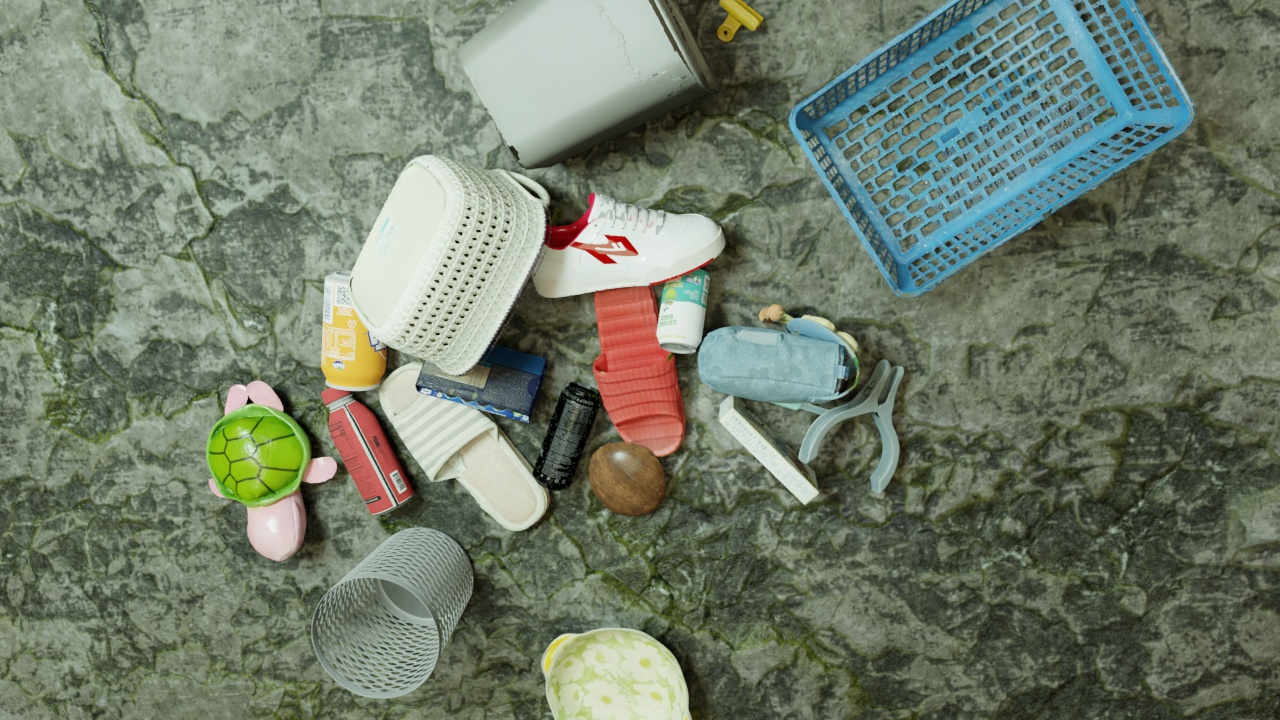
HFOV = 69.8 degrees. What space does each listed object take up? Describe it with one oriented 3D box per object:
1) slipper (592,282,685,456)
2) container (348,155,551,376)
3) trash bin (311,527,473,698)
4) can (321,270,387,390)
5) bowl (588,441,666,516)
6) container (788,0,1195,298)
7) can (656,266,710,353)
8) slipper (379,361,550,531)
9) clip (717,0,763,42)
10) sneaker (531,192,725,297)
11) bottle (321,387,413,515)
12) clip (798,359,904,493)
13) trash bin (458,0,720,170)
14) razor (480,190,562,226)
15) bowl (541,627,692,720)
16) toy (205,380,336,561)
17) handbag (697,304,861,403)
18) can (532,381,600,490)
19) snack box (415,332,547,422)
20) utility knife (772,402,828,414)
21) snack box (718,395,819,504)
[{"bbox_3d":[-0.007,0.007,1.145,0.103,0.059,0.249,-12,99,8],"label":"slipper"},{"bbox_3d":[-0.225,-0.115,1.063,0.185,0.143,0.252,45,110,41],"label":"container"},{"bbox_3d":[-0.305,0.311,1.174,0.156,0.183,0.156,1,102,6],"label":"trash bin"},{"bbox_3d":[-0.361,-0.039,1.162,0.079,0.079,0.142,8,102,4],"label":"can"},{"bbox_3d":[-0.020,0.159,1.177,0.102,0.026,0.114,-1,117,14],"label":"bowl"},{"bbox_3d":[0.379,-0.270,1.031,0.363,0.089,0.257,-33,97,11],"label":"container"},{"bbox_3d":[0.052,-0.063,1.109,0.055,0.055,0.101,8,77,4],"label":"can"},{"bbox_3d":[-0.229,0.115,1.196,0.272,0.054,0.114,44,98,-4],"label":"slipper"},{"bbox_3d":[0.111,-0.397,1.068,0.054,0.048,0.046,38,78,-4],"label":"clip"},{"bbox_3d":[-0.023,-0.151,1.086,0.237,0.090,0.104,-8,123,12],"label":"sneaker"},{"bbox_3d":[-0.362,0.113,1.202,0.062,0.062,0.176,-24,98,10],"label":"bottle"},{"bbox_3d":[0.293,0.099,1.140,0.172,0.031,0.164,-45,111,-3],"label":"clip"},{"bbox_3d":[-0.058,-0.334,1.022,0.220,0.197,0.197,-26,97,17],"label":"trash bin"},{"bbox_3d":[-0.152,-0.190,1.140,0.106,0.026,0.042,26,105,5],"label":"razor"},{"bbox_3d":[-0.028,0.433,1.233,0.219,0.060,0.189,35,103,-1],"label":"bowl"},{"bbox_3d":[-0.499,0.146,1.211,0.190,0.087,0.238,-9,94,7],"label":"toy"},{"bbox_3d":[0.166,-0.007,1.100,0.192,0.122,0.118,9,85,6],"label":"handbag"},{"bbox_3d":[-0.095,0.098,1.174,0.054,0.054,0.138,21,103,1],"label":"can"},{"bbox_3d":[-0.201,0.019,1.164,0.150,0.027,0.082,16,66,2],"label":"snack box"},{"bbox_3d":[0.174,0.047,1.157,0.147,0.015,0.022,18,71,1],"label":"utility knife"},{"bbox_3d":[0.158,0.108,1.136,0.150,0.081,0.026,44,102,-4],"label":"snack box"}]
